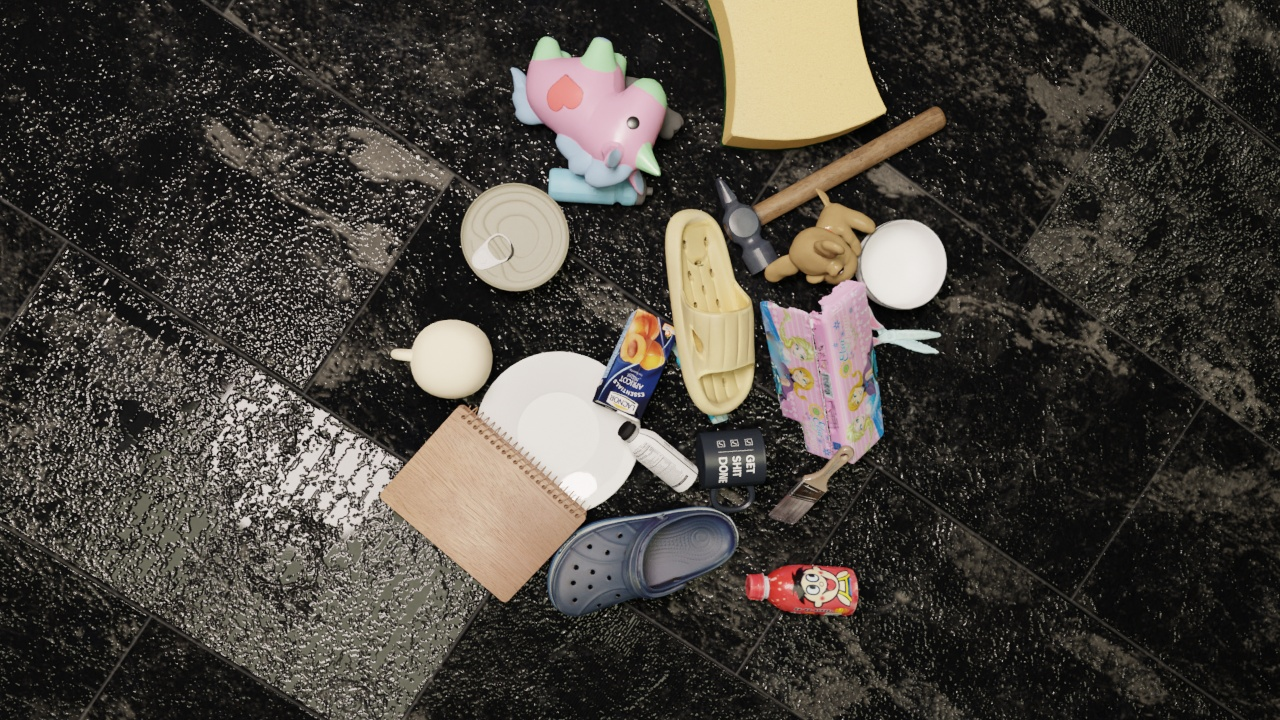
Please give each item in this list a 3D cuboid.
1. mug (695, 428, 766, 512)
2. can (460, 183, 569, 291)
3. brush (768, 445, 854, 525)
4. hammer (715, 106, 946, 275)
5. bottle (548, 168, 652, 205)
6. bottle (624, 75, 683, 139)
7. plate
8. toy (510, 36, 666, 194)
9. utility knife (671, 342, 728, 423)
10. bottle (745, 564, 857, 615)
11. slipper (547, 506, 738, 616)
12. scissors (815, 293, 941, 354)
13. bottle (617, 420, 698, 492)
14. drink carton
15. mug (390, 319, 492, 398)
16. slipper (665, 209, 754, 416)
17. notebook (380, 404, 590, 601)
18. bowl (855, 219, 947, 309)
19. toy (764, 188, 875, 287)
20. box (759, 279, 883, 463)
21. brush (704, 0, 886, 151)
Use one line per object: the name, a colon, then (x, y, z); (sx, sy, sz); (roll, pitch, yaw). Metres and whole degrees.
mug: (0.115, 0.141, 1.165); (0.077, 0.071, 0.105); (-4, 96, -5)
can: (-0.152, -0.148, 1.124); (0.127, 0.073, 0.128); (0, 93, -5)
brush: (0.220, 0.159, 1.169); (0.039, 0.012, 0.152); (27, 122, -14)
hammer: (0.250, -0.242, 1.178); (0.321, 0.040, 0.129); (-29, 91, -4)
bottle: (-0.049, -0.216, 1.147); (0.130, 0.040, 0.040); (3, 92, -5)
bottle: (0.005, -0.324, 1.148); (0.110, 0.036, 0.036); (41, 88, -6)
plate: (-0.104, 0.093, 1.169); (0.208, 0.015, 0.208); (0, 93, -5)
toy: (-0.068, -0.294, 1.098); (0.222, 0.120, 0.171); (9, 87, 22)
utility knife: (0.074, 0.027, 1.184); (0.022, 0.015, 0.124); (-30, 92, -6)
bottle: (0.206, 0.295, 1.185); (0.137, 0.062, 0.062); (4, 92, -7)
slipper: (0.003, 0.246, 1.150); (0.252, 0.095, 0.105); (-17, 97, -8)
scissors: (0.317, -0.049, 1.203); (0.179, 0.016, 0.105); (-2, 93, -5)
bottle: (0.020, 0.118, 1.157); (0.116, 0.041, 0.041); (40, 88, -19)
drink carton: (-0.007, 0.007, 1.150); (0.064, 0.040, 0.130); (26, 80, -8)
mug: (-0.241, -0.002, 1.110); (0.120, 0.100, 0.096); (6, 92, -6)
slipper: (0.099, -0.064, 1.136); (0.111, 0.079, 0.261); (-11, 89, -37)
notebook: (-0.192, 0.176, 1.149); (0.210, 0.022, 0.169); (42, 100, -6)
bowl: (0.326, -0.121, 1.175); (0.113, 0.063, 0.113); (0, 92, -5)
toy: (0.229, -0.142, 1.122); (0.106, 0.134, 0.108); (42, 62, -16)
box: (0.231, 0.011, 1.153); (0.086, 0.106, 0.231); (-36, 125, -31)
brush: (0.184, -0.395, 1.142); (0.195, 0.075, 0.250); (-10, 94, -5)
